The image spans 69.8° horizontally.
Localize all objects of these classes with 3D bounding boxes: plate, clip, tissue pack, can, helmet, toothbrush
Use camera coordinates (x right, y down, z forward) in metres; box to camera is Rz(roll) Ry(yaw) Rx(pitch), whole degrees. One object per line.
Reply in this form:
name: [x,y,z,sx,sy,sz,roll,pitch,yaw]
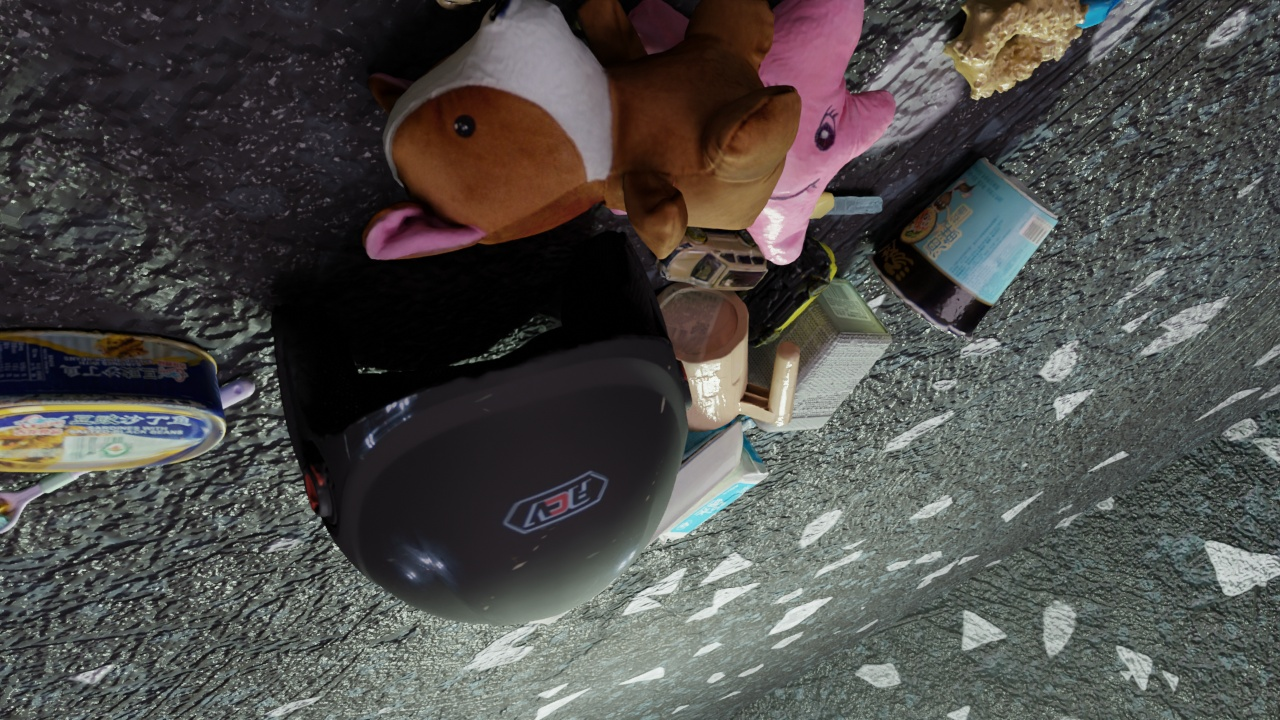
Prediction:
plate: [-0.003,0.137,0.770,0.264,0.034,0.162,-34,172,-40]
clip: [0.100,0.070,0.960,0.057,0.033,0.025,-25,153,-9]
tissue pack: [0.053,0.111,0.915,0.140,0.090,0.063,-39,152,20]
can: [-0.316,0.024,0.521,0.148,0.049,0.075,4,139,-42]
helmet: [-0.084,0.049,0.565,0.233,0.230,0.275,-17,-172,-16]
toothbrush: [-0.335,0.057,0.591,0.189,0.029,0.021,-27,-169,-2]

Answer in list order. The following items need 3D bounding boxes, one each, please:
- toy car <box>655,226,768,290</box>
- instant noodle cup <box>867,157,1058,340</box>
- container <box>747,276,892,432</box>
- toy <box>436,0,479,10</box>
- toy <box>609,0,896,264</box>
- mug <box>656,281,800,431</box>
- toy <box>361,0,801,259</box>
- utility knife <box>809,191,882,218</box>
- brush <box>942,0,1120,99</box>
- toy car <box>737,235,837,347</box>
toy car: [0.053,-0.073,0.675,0.090,0.035,0.042,1,140,-36]
instant noodle cup: [0.267,-0.097,0.750,0.111,0.111,0.121,8,127,-46]
container: [0.144,-0.009,0.798,0.090,0.090,0.115,-1,140,-38]
toy: [-0.111,-0.176,0.342,0.157,0.066,0.105,-1,148,-49]
toy: [0.066,-0.147,0.526,0.194,0.074,0.179,14,118,-35]
mug: [0.064,0.003,0.726,0.104,0.125,0.084,83,30,-58]
toy: [-0.029,-0.110,0.423,0.199,0.140,0.131,-8,138,2]
utility knife: [0.103,-0.110,0.669,0.206,0.021,0.031,-2,147,-26]
brush: [0.311,-0.246,0.605,0.254,0.046,0.083,-27,147,-7]
toy car: [0.115,-0.055,0.741,0.032,0.048,0.105,-9,148,-50]
